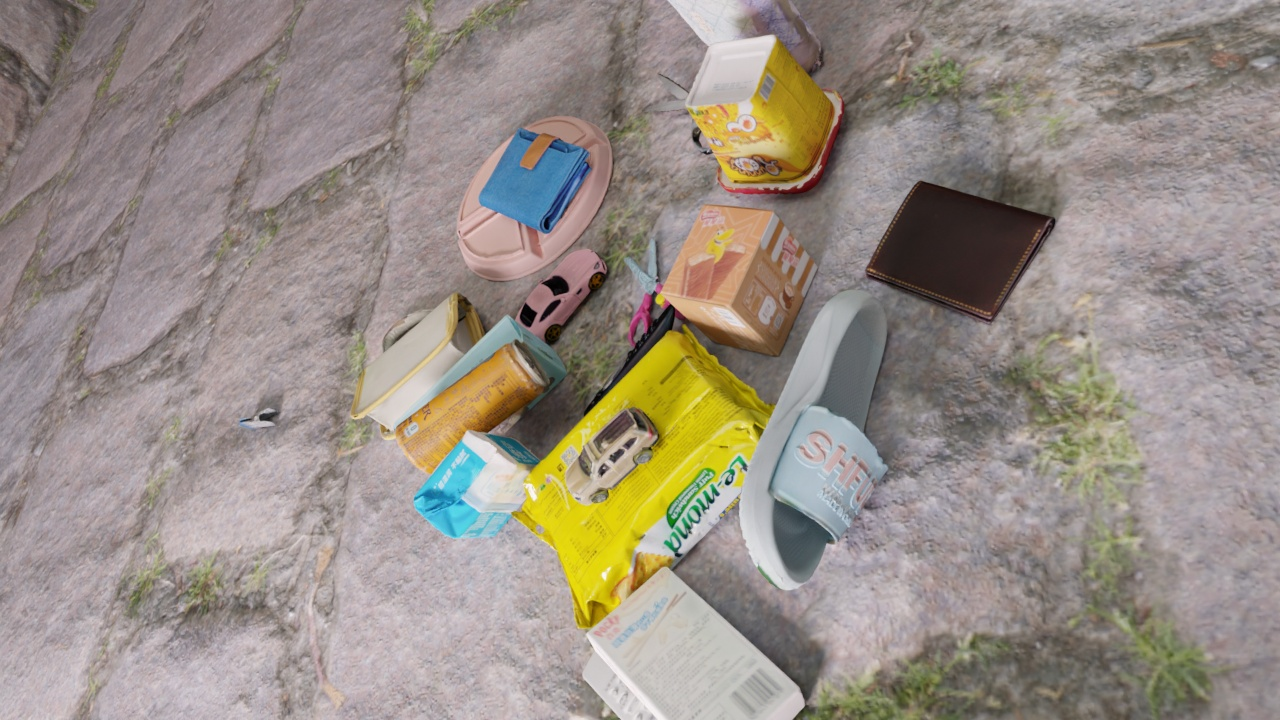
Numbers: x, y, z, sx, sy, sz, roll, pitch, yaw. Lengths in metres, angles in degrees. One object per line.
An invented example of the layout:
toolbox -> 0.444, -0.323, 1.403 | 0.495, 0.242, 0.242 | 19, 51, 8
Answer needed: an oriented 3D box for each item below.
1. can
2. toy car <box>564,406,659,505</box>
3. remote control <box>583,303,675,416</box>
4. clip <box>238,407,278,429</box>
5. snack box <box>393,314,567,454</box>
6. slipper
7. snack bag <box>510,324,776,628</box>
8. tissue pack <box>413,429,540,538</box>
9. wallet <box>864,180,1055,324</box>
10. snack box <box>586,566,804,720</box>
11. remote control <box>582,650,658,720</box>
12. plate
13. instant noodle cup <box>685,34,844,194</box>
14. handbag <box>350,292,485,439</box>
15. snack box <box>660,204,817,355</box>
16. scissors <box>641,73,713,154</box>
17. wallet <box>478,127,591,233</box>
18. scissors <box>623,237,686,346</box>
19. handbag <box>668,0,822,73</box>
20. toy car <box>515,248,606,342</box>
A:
can -> -0.160, 0.044, 0.869 | 0.146, 0.058, 0.058 | -37, 47, 4
toy car -> -0.027, 0.078, 0.746 | 0.090, 0.035, 0.042 | -45, 45, 11
remote control -> -0.005, 0.005, 0.860 | 0.136, 0.024, 0.053 | -51, 7, 14
clip -> -0.502, 0.080, 1.208 | 0.057, 0.024, 0.029 | -16, 59, 22
snack box -> -0.164, 0.040, 0.939 | 0.175, 0.074, 0.051 | -43, 46, 8
slipper -> 0.147, 0.057, 0.679 | 0.074, 0.104, 0.244 | 6, 62, 37
snack bag -> 0.000, 0.092, 0.789 | 0.246, 0.068, 0.158 | -47, 46, 6
tissue pack -> -0.147, 0.114, 0.849 | 0.063, 0.140, 0.090 | 39, 90, 13
wallet -> 0.254, -0.090, 0.741 | 0.122, 0.020, 0.096 | 30, 89, 43
snack box -> 0.038, 0.229, 0.684 | 0.084, 0.027, 0.157 | -37, 42, -19
remote control -> 0.014, 0.264, 0.705 | 0.150, 0.021, 0.058 | 31, 85, 45
plate -> -0.134, -0.200, 1.096 | 0.230, 0.028, 0.229 | -19, 54, 28
instant noodle cup -> 0.112, -0.231, 0.860 | 0.116, 0.123, 0.116 | 8, 70, 40
handbag -> -0.252, -0.008, 1.056 | 0.163, 0.063, 0.178 | -38, 32, 12
snack box -> 0.088, -0.071, 0.802 | 0.077, 0.092, 0.094 | 15, 74, 42
scissors -> 0.058, -0.277, 0.991 | 0.160, 0.014, 0.173 | -29, 53, 38
wallet -> -0.122, -0.207, 1.047 | 0.133, 0.040, 0.106 | 29, 87, 43
scissors -> 0.005, -0.066, 0.919 | 0.105, 0.017, 0.136 | -50, 41, 9
handbag -> 0.086, -0.361, 0.915 | 0.134, 0.193, 0.075 | 33, 90, 48
toy car -> -0.088, -0.070, 0.976 | 0.122, 0.037, 0.056 | -50, 47, 0
